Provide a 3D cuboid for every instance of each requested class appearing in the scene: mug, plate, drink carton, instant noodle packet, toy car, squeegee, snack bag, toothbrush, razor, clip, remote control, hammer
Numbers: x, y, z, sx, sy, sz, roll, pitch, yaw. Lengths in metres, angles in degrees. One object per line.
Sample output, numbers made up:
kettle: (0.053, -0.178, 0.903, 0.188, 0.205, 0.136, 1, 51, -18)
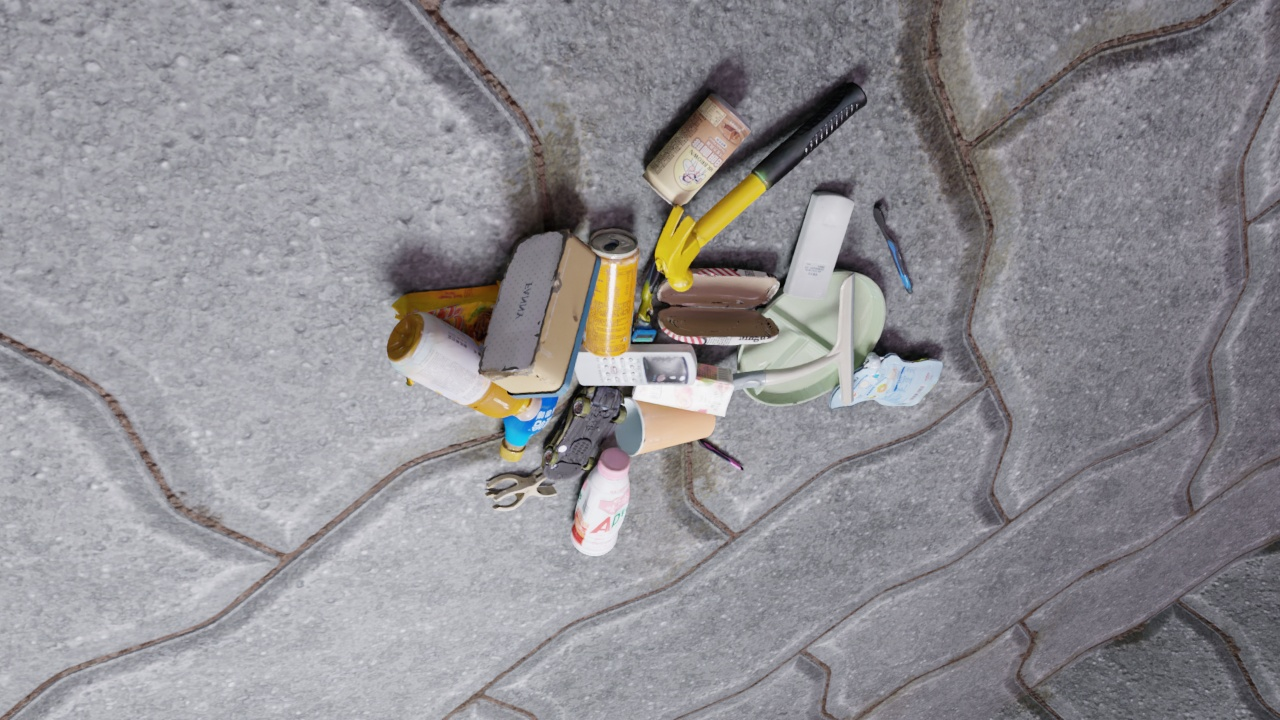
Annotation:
mug: (0.034, 0.080, 1.219, 0.122, 0.078, 0.078, -6, 130, -32)
plate: (0.231, -0.031, 1.259, 0.230, 0.027, 0.231, -16, 134, -17)
drink carton: (0.054, 0.029, 1.172, 0.122, 0.045, 0.054, 11, 124, -3)
instant noodle packet: (-0.204, -0.029, 1.011, 0.128, 0.044, 0.111, -11, 128, -20)
toy car: (-0.077, 0.094, 1.188, 0.070, 0.042, 0.158, 15, 118, -37)
squeegee: (0.171, 0.016, 1.211, 0.246, 0.039, 0.247, -14, 136, -1)
snack bag: (0.367, 0.033, 1.368, 0.190, 0.038, 0.111, 5, 139, -40)
toothbrush: (0.100, 0.129, 1.338, 0.018, 0.014, 0.189, -36, 137, 18)
razor: (0.015, -0.091, 1.069, 0.042, 0.022, 0.143, -6, 114, -58)
clip: (-0.155, 0.170, 1.222, 0.100, 0.034, 0.072, -15, 133, -29)
remote control: (-0.007, 0.007, 1.116, 0.150, 0.021, 0.058, 0, 134, 10)
remote control: (0.221, -0.142, 1.141, 0.056, 0.019, 0.135, 4, 113, -23)
toothbrush: (0.342, -0.146, 1.229, 0.016, 0.014, 0.189, -54, 138, -12)
hammer: (0.133, -0.200, 1.019, 0.300, 0.033, 0.129, -42, 160, -3)

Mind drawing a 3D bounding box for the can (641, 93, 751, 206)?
can: (0.059, -0.222, 0.974, 0.116, 0.058, 0.058, -46, 134, 15)

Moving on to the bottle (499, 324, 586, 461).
bottle: (-0.125, 0.031, 1.091, 0.065, 0.065, 0.219, 2, 127, -30)

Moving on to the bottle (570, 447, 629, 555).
bottle: (-0.050, 0.190, 1.247, 0.068, 0.068, 0.197, -9, 142, -22)

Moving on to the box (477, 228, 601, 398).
box: (-0.106, -0.043, 0.956, 0.062, 0.090, 0.184, 33, 63, -46)

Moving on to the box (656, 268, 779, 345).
box: (0.101, -0.061, 1.119, 0.162, 0.086, 0.076, -1, 151, -28)

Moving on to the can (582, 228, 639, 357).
can: (-0.035, -0.075, 1.052, 0.058, 0.058, 0.146, -11, 132, -20)

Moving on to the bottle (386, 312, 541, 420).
bottle: (-0.181, 0.015, 0.980, 0.068, 0.068, 0.189, -44, 135, 12)
